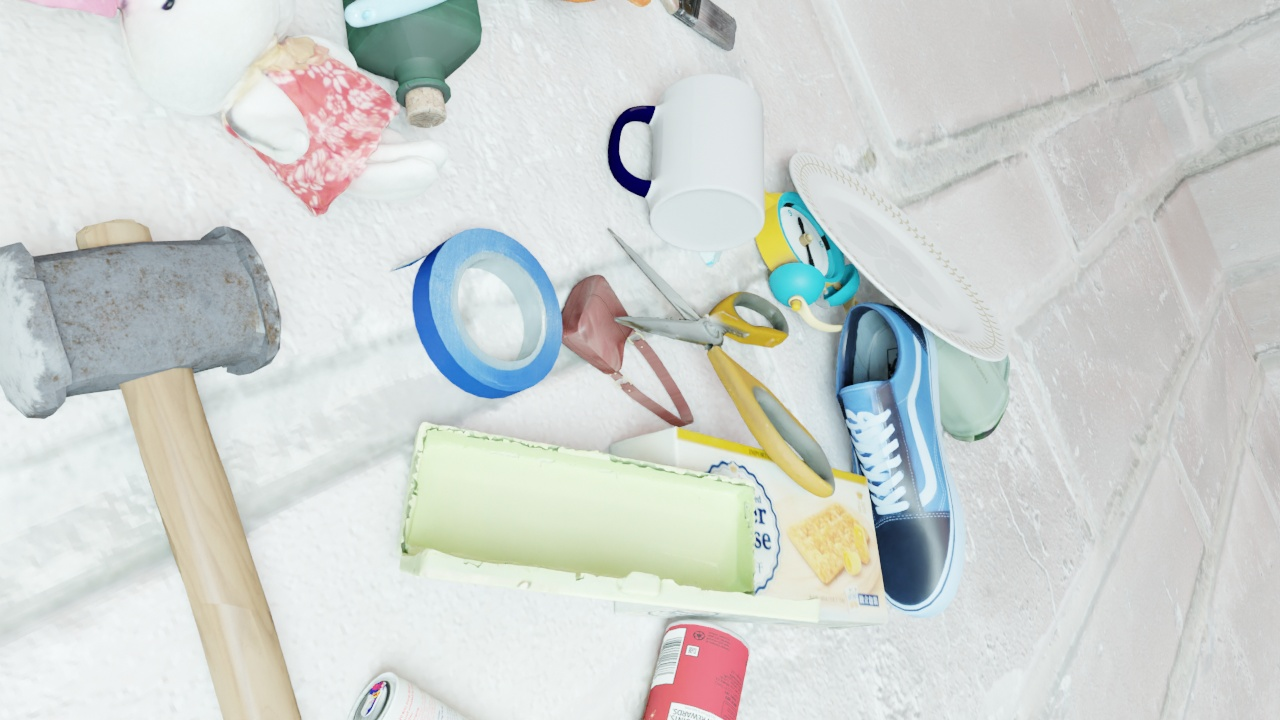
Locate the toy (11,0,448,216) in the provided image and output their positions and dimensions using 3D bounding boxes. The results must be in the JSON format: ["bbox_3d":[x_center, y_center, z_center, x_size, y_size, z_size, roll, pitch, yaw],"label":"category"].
[{"bbox_3d":[-0.176,-0.138,0.409,0.194,0.084,0.158,44,34,-24],"label":"toy"}]

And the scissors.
[{"bbox_3d":[0.062,-0.009,0.618,0.225,0.016,0.229,49,27,7],"label":"scissors"}]

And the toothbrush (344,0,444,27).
[{"bbox_3d":[-0.094,-0.194,0.472,0.154,0.016,0.022,-44,142,-44],"label":"toothbrush"}]

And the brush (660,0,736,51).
[{"bbox_3d":[0.028,-0.296,0.745,0.151,0.012,0.038,17,62,-42],"label":"brush"}]

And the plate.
[{"bbox_3d":[0.214,-0.087,0.774,0.242,0.016,0.242,30,31,-21],"label":"plate"}]

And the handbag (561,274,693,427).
[{"bbox_3d":[-0.003,0.003,0.578,0.119,0.029,0.055,47,39,-30],"label":"handbag"}]

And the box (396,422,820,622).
[{"bbox_3d":[-0.021,0.091,0.445,0.188,0.066,0.127,11,20,-21],"label":"box"}]

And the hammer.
[{"bbox_3d":[-0.157,0.104,0.357,0.097,0.052,0.328,-17,90,-49],"label":"hammer"}]

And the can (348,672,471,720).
[{"bbox_3d":[-0.084,0.176,0.409,0.095,0.032,0.032,43,47,-26],"label":"can"}]

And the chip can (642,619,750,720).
[{"bbox_3d":[0.012,0.242,0.469,0.052,0.052,0.214,42,47,-27],"label":"chip can"}]

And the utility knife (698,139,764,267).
[{"bbox_3d":[0.078,-0.131,0.724,0.022,0.015,0.161,48,47,-22],"label":"utility knife"}]

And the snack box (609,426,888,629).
[{"bbox_3d":[0.074,0.113,0.586,0.207,0.058,0.104,18,61,-42],"label":"snack box"}]

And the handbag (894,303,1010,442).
[{"bbox_3d":[0.292,0.000,0.861,0.122,0.067,0.105,48,46,-22],"label":"handbag"}]

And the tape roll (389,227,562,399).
[{"bbox_3d":[-0.083,-0.026,0.508,0.091,0.016,0.093,-34,99,-48],"label":"tape roll"}]

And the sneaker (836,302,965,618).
[{"bbox_3d":[0.181,0.069,0.696,0.098,0.084,0.241,19,63,-40],"label":"sneaker"}]

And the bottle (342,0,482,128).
[{"bbox_3d":[-0.125,-0.190,0.499,0.061,0.061,0.131,1,73,-44],"label":"bottle"}]

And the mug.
[{"bbox_3d":[0.032,-0.141,0.644,0.112,0.079,0.096,10,63,-14],"label":"mug"}]

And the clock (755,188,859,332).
[{"bbox_3d":[0.135,-0.083,0.749,0.099,0.044,0.129,-5,71,-48],"label":"clock"}]

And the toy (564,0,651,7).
[{"bbox_3d":[-0.064,-0.304,0.601,0.163,0.093,0.172,-3,64,-50],"label":"toy"}]
